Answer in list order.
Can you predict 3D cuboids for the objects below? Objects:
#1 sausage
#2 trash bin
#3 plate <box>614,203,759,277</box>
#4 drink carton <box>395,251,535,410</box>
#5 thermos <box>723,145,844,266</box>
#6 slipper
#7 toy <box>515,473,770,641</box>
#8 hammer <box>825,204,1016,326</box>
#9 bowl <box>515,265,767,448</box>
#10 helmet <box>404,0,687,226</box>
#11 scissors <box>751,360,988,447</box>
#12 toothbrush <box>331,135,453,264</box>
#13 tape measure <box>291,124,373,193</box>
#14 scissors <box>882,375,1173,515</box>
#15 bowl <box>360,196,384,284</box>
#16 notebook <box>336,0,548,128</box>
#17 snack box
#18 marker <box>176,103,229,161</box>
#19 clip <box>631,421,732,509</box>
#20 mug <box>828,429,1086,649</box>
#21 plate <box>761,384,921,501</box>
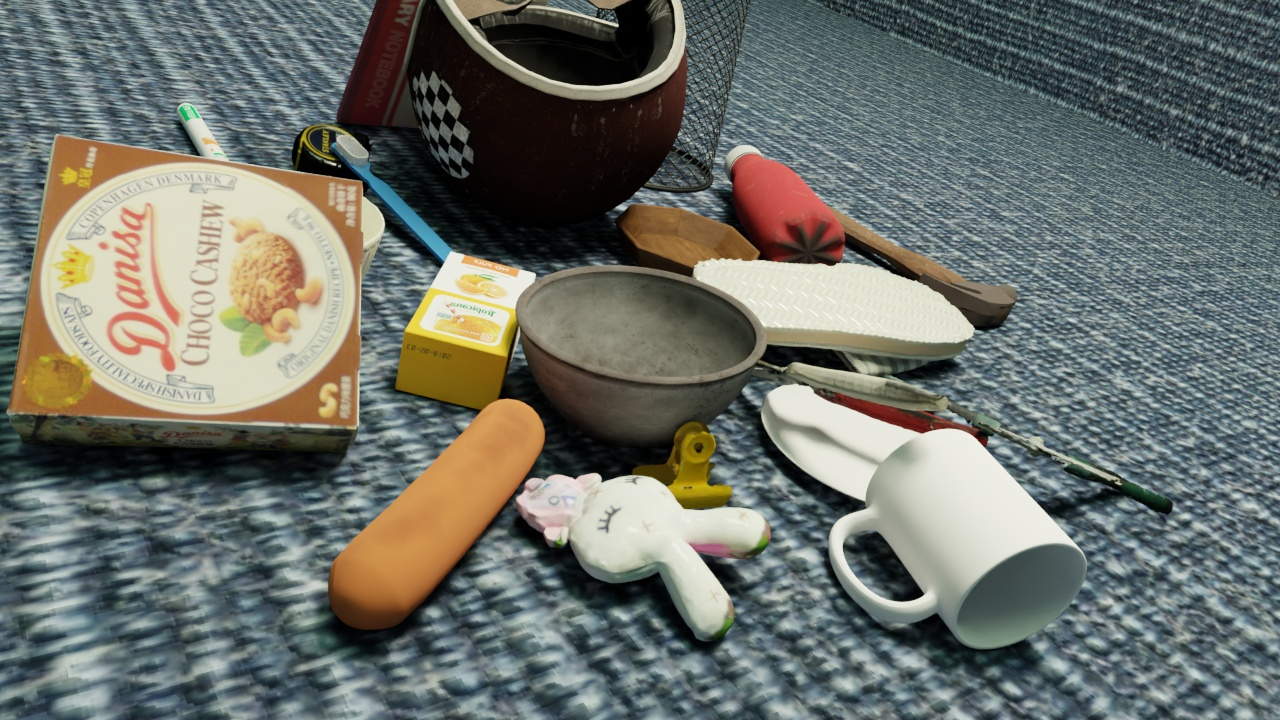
[{"bbox_3d":[-0.086,0.064,0.427,0.039,0.045,0.163,52,29,-9],"label":"sausage"},{"bbox_3d":[0.021,-0.315,0.977,0.184,0.211,0.183,13,29,-7],"label":"trash bin"},{"bbox_3d":[0.038,-0.097,0.796,0.131,0.025,0.131,13,29,-7],"label":"plate"},{"bbox_3d":[-0.105,-0.022,0.571,0.058,0.040,0.122,14,29,-5],"label":"drink carton"},{"bbox_3d":[0.128,-0.155,0.899,0.073,0.073,0.239,9,29,-15],"label":"thermos"},{"bbox_3d":[0.152,-0.034,0.717,0.272,0.054,0.114,2,35,-35],"label":"slipper"},{"bbox_3d":[-0.001,0.083,0.445,0.123,0.038,0.079,18,36,9],"label":"toy"},{"bbox_3d":[0.234,-0.125,0.949,0.115,0.033,0.323,-10,38,-43],"label":"hammer"},{"bbox_3d":[-0.003,0.003,0.544,0.145,0.067,0.144,6,29,-4],"label":"bowl"},{"bbox_3d":[-0.081,-0.234,0.735,0.232,0.254,0.233,-19,69,-26],"label":"helmet"},{"bbox_3d":[0.125,0.018,0.559,0.198,0.015,0.179,20,-5,-3],"label":"scissors"},{"bbox_3d":[-0.184,-0.120,0.697,0.166,0.014,0.016,44,42,21],"label":"toothbrush"},{"bbox_3d":[-0.251,-0.162,0.745,0.061,0.034,0.061,12,42,-24],"label":"tape measure"},{"bbox_3d":[0.269,0.059,0.626,0.204,0.015,0.202,23,6,-24],"label":"scissors"},{"bbox_3d":[-0.219,-0.065,0.561,0.115,0.063,0.115,13,29,-7],"label":"bowl"},{"bbox_3d":[-0.181,-0.284,0.842,0.152,0.209,0.012,-6,65,-35],"label":"notebook"},{"bbox_3d":[-0.214,-0.030,0.452,0.146,0.041,0.143,5,65,-23],"label":"snack box"},{"bbox_3d":[-0.346,-0.172,0.730,0.017,0.017,0.145,-6,36,-36],"label":"marker"},{"bbox_3d":[0.024,0.058,0.503,0.054,0.048,0.046,1,-8,-26],"label":"clip"},{"bbox_3d":[0.156,0.098,0.482,0.110,0.074,0.090,-18,37,-7],"label":"mug"},{"bbox_3d":[0.141,0.056,0.596,0.134,0.011,0.134,13,29,-7],"label":"plate"}]
